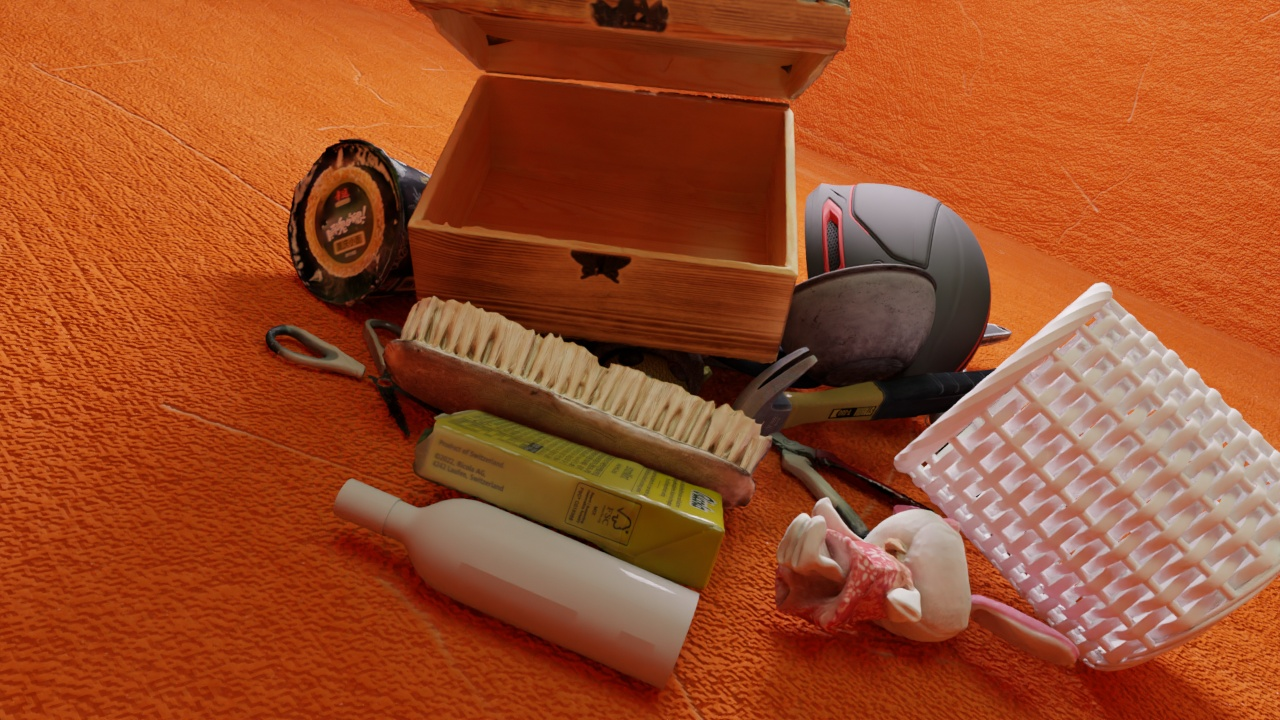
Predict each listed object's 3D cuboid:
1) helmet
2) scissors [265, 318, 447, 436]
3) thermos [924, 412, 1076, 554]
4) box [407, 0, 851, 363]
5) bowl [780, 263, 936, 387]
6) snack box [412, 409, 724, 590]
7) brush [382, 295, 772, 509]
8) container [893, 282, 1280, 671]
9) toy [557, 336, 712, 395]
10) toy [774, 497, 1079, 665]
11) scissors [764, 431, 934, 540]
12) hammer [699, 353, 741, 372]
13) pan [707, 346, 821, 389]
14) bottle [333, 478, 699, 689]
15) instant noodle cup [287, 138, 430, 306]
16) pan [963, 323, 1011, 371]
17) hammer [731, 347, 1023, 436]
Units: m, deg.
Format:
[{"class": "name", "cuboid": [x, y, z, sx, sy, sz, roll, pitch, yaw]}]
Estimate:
[{"class": "helmet", "cuboid": [0.266, -0.072, 0.935, 0.170, 0.264, 0.164, -6, -21, 20]}, {"class": "scissors", "cuboid": [-0.198, 0.004, 0.678, 0.157, 0.013, 0.168, 16, 23, -8]}, {"class": "thermos", "cuboid": [0.315, 0.091, 0.835, 0.061, 0.061, 0.231, 16, 22, -10]}, {"class": "box", "cuboid": [-0.010, -0.191, 0.696, 0.279, 0.264, 0.268, 6, 43, 2]}, {"class": "bowl", "cuboid": [0.186, -0.021, 0.786, 0.144, 0.145, 0.067, 6, 66, -30]}, {"class": "snack box", "cuboid": [-0.039, 0.079, 0.555, 0.181, 0.045, 0.121, 19, 2, 3]}, {"class": "brush", "cuboid": [-0.042, 0.032, 0.632, 0.271, 0.083, 0.056, 21, 59, -1]}, {"class": "container", "cuboid": [0.309, 0.077, 0.628, 0.187, 0.190, 0.188, 49, 30, 14]}, {"class": "toy", "cuboid": [-0.005, 0.005, 0.749, 0.179, 0.078, 0.152, 16, 23, -14]}, {"class": "toy", "cuboid": [0.161, 0.133, 0.576, 0.194, 0.084, 0.159, 15, 19, -28]}, {"class": "scissors", "cuboid": [0.152, 0.094, 0.757, 0.195, 0.015, 0.179, 19, 21, 0]}, {"class": "hammer", "cuboid": [0.062, -0.071, 1.041, 0.158, 0.037, 0.300, 16, 22, -8]}, {"class": "pan", "cuboid": [0.061, -0.075, 0.945, 0.198, 0.021, 0.356, 12, 24, -33]}, {"class": "bottle", "cuboid": [-0.069, 0.109, 0.483, 0.195, 0.052, 0.052, 22, 22, 6]}, {"class": "instant noodle cup", "cuboid": [-0.217, -0.113, 0.796, 0.137, 0.137, 0.112, 31, 15, 27]}, {"class": "pan", "cuboid": [0.354, -0.017, 1.132, 0.356, 0.055, 0.187, -1, 29, -41]}, {"class": "hammer", "cuboid": [0.209, 0.031, 0.760, 0.332, 0.118, 0.025, -4, 43, -32]}]
